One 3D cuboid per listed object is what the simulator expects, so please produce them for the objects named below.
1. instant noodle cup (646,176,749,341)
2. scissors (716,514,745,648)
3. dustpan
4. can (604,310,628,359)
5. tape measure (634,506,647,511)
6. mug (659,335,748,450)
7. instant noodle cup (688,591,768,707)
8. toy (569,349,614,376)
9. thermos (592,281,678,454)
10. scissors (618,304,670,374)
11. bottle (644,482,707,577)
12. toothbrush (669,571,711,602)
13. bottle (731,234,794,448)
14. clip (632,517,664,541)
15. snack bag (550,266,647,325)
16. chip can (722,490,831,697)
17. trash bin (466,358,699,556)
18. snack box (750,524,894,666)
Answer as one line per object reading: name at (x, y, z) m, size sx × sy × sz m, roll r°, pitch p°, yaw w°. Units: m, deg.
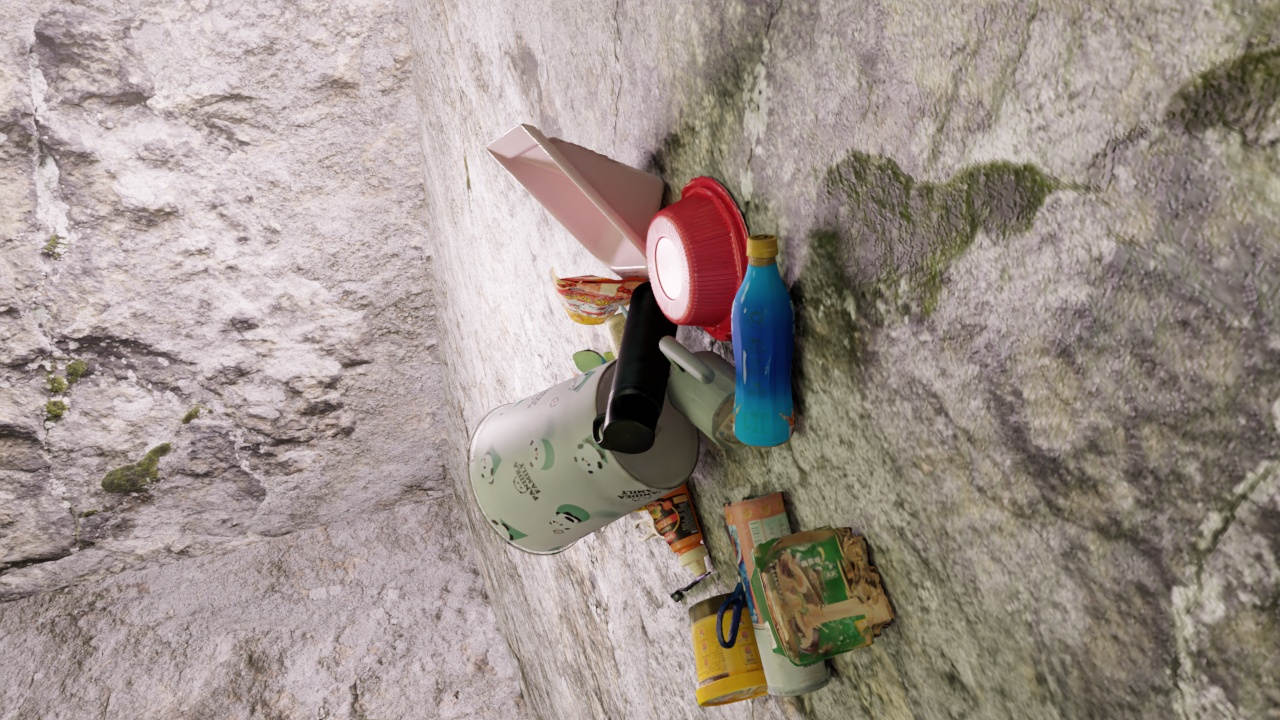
instant noodle cup at (0.059, -0.113, 1.069) m, size 0.194 × 0.065 × 0.194 m, roll 169°, pitch 90°, yaw -71°
scissors at (0.124, 0.260, 1.056) m, size 0.012 × 0.161 × 0.176 m, roll -17°, pitch 112°, yaw 42°
dustpan at (-0.081, -0.191, 1.206) m, size 0.223 × 0.273 × 0.139 m, roll -165°, pitch 90°, yaw -71°
can at (-0.009, -0.009, 1.319) m, size 0.059 × 0.058 × 0.116 m, roll 126°, pitch 130°, yaw -64°
tape measure at (0.001, 0.218, 1.422) m, size 0.057 × 0.059 × 0.029 m, roll -2°, pitch 103°, yaw 41°
mug at (0.079, 0.033, 1.037) m, size 0.124 × 0.083 × 0.103 m, roll 49°, pitch 176°, yaw -34°
instant noodle cup at (0.115, 0.349, 1.114) m, size 0.119 × 0.118 × 0.114 m, roll 112°, pitch 149°, yaw -57°
toy at (-0.046, 0.084, 1.419) m, size 0.227 × 0.089 × 0.247 m, roll 38°, pitch 139°, yaw 32°
thermos at (-0.007, 0.007, 1.120) m, size 0.068 × 0.090 × 0.241 m, roll 53°, pitch -147°, yaw -32°
scissors at (0.003, -0.018, 1.254) m, size 0.134 × 0.017 × 0.133 m, roll -35°, pitch 89°, yaw 34°
bottle at (0.055, 0.233, 1.289) m, size 0.149 × 0.066 × 0.067 m, roll 65°, pitch 157°, yaw 16°
toothbrush at (0.074, 0.335, 1.356) m, size 0.016 × 0.014 × 0.189 m, roll 64°, pitch 156°, yaw 16°
bottle at (0.126, -0.019, 0.939) m, size 0.065 × 0.065 × 0.219 m, roll -140°, pitch 42°, yaw -60°
clip at (0.023, 0.260, 1.429) m, size 0.100 × 0.034 × 0.070 m, roll -40°, pitch 63°, yaw 59°
snack bag at (-0.064, -0.097, 1.289) m, size 0.208 × 0.128 × 0.073 m, roll 142°, pitch 135°, yaw -83°
chip can at (0.150, 0.256, 1.021) m, size 0.071 × 0.071 × 0.214 m, roll 150°, pitch 108°, yaw -69°
trash bin at (-0.072, 0.122, 1.243) m, size 0.253 × 0.229 × 0.229 m, roll -29°, pitch 71°, yaw 40°
snack box at (0.166, 0.238, 0.909) m, size 0.106 × 0.117 × 0.118 m, roll 110°, pitch 146°, yaw -64°
